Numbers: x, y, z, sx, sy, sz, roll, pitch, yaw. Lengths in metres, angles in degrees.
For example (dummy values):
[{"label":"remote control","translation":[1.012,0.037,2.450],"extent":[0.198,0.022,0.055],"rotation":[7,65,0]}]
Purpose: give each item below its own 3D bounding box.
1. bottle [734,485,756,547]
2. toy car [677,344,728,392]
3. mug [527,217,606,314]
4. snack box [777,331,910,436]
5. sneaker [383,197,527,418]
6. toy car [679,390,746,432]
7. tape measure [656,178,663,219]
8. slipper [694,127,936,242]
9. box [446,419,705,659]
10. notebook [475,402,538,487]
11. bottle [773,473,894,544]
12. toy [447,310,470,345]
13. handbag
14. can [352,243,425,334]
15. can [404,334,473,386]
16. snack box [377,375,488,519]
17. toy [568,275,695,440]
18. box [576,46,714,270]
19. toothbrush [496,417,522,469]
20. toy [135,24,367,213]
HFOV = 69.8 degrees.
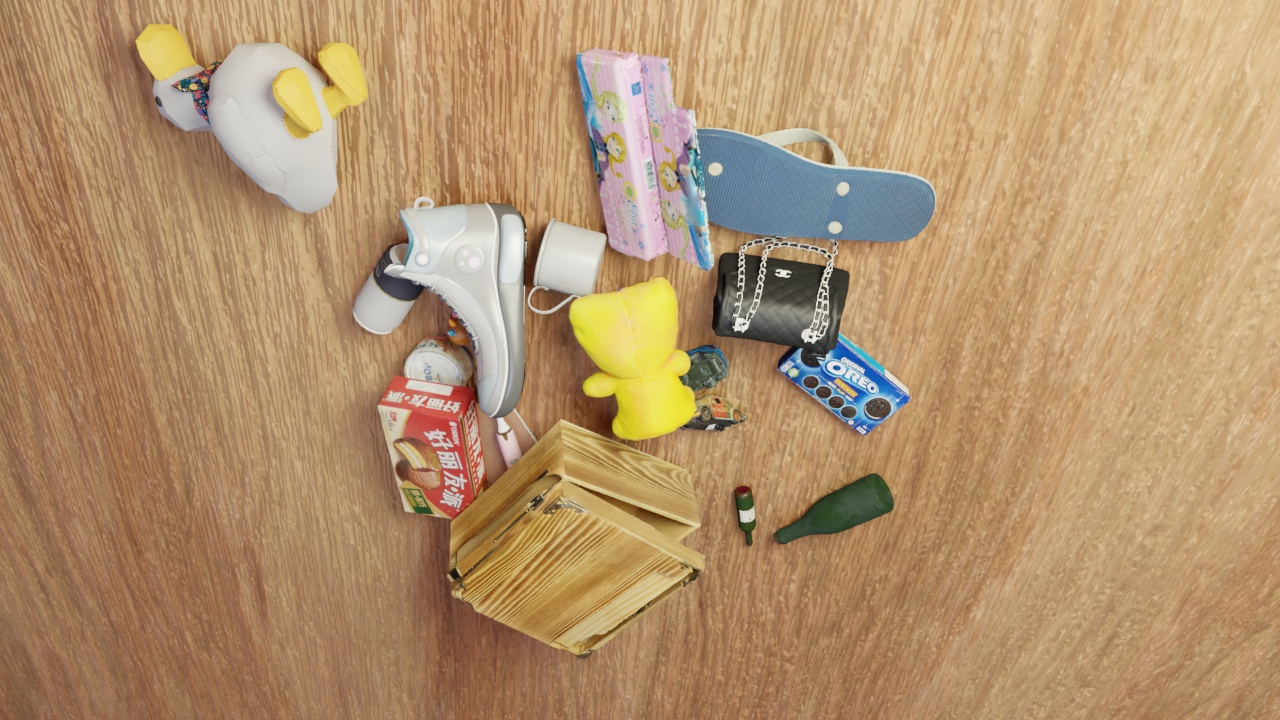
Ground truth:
[{"label":"bottle","translation":[0.150,0.223,1.296],"extent":[0.025,0.025,0.106],"rotation":[-2,122,13]},{"label":"toy car","translation":[0.055,0.017,1.167],"extent":[0.120,0.043,0.056],"rotation":[-22,116,21]},{"label":"mug","translation":[-0.087,-0.105,1.082],"extent":[0.070,0.084,0.113],"rotation":[15,87,-1]},{"label":"snack box","translation":[0.254,0.023,1.140],"extent":[0.150,0.027,0.082],"rotation":[36,122,-12]},{"label":"sneaker","translation":[-0.216,-0.058,1.075],"extent":[0.160,0.093,0.257],"rotation":[1,99,-19]},{"label":"toy car","translation":[0.088,0.065,1.183],"extent":[0.047,0.047,0.111],"rotation":[-29,156,36]},{"label":"tape measure","translation":[0.032,-0.195,1.039],"extent":[0.068,0.030,0.059],"rotation":[42,122,-7]},{"label":"slipper","translation":[0.170,-0.191,0.999],"extent":[0.295,0.060,0.118],"rotation":[10,128,2]},{"label":"box","translation":[-0.097,0.246,1.235],"extent":[0.247,0.175,0.280],"rotation":[26,128,-30]},{"label":"notebook","translation":[-0.245,0.134,1.330],"extent":[0.209,0.008,0.141],"rotation":[-20,117,23]},{"label":"bottle","translation":[0.256,0.212,1.249],"extent":[0.175,0.055,0.055],"rotation":[-32,112,29]},{"label":"toy","translation":[-0.226,-0.070,1.132],"extent":[0.071,0.090,0.103],"rotation":[-4,155,25]},{"label":"handbag","translation":[0.160,-0.078,1.033],"extent":[0.154,0.124,0.115],"rotation":[12,125,4]},{"label":"can","translation":[-0.317,-0.087,1.164],"extent":[0.064,0.064,0.128],"rotation":[35,123,-12]},{"label":"can","translation":[-0.271,0.012,1.233],"extent":[0.086,0.043,0.086],"rotation":[5,122,8]},{"label":"snack box","translation":[-0.280,0.128,1.265],"extent":[0.113,0.060,0.237],"rotation":[9,136,6]},{"label":"toy","translation":[-0.006,0.006,1.083],"extent":[0.134,0.087,0.194],"rotation":[-16,115,-2]},{"label":"box","translation":[0.006,-0.209,0.979],"extent":[0.159,0.035,0.231],"rotation":[27,137,45]},{"label":"toothbrush","translation":[-0.183,0.123,1.286],"extent":[0.027,0.026,0.223],"rotation":[-20,122,-10]},{"label":"toy","translation":[-0.429,-0.275,1.027],"extent":[0.268,0.140,0.247],"rotation":[-2,126,34]}]
